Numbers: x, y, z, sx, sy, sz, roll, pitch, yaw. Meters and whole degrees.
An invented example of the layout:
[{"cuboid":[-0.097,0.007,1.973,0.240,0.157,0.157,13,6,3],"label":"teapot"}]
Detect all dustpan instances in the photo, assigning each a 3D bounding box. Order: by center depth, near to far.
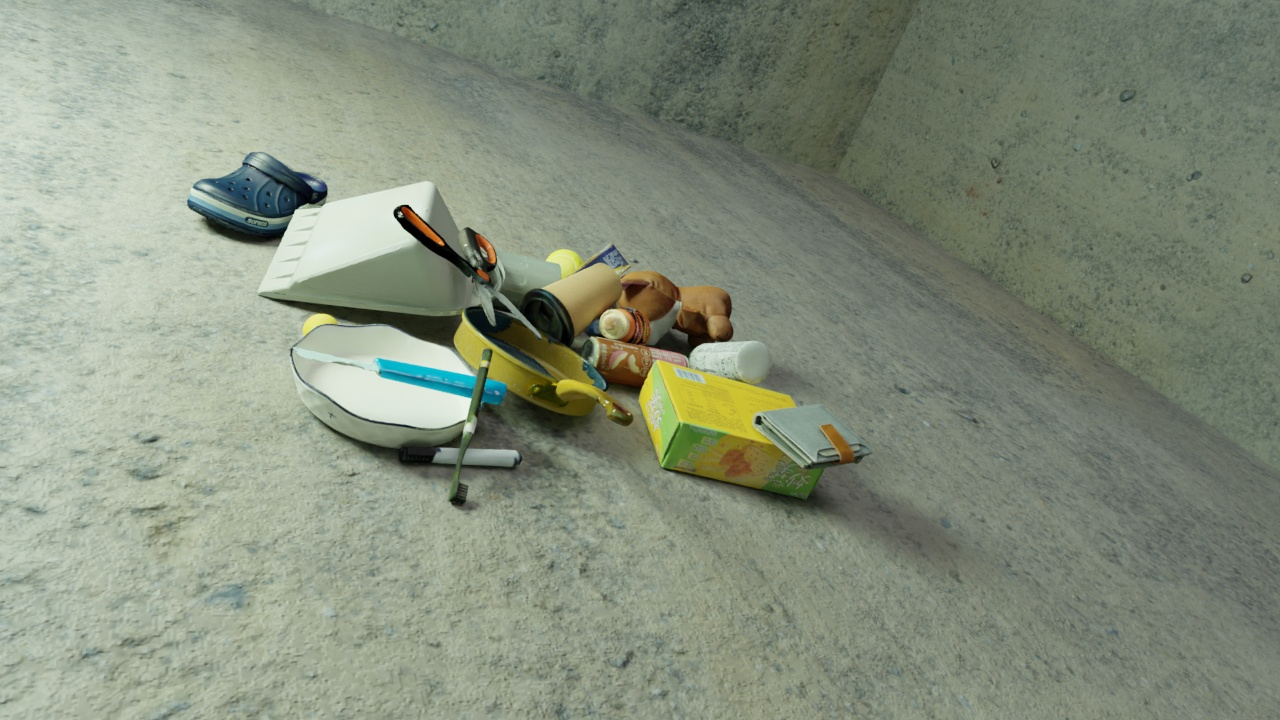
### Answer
[{"cuboid":[-0.322,-0.125,1.200,0.258,0.143,0.222,-15,37,7],"label":"dustpan"}]

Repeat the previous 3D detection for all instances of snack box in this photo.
[{"cuboid":[0.115,0.087,1.172,0.210,0.070,0.157,15,25,-19],"label":"snack box"}]

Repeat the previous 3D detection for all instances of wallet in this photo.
[{"cuboid":[0.215,0.091,1.123,0.129,0.037,0.106,-3,35,-44],"label":"wallet"}]

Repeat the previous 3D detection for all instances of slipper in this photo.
[{"cuboid":[-0.512,-0.239,1.275,0.105,0.095,0.252,23,19,6],"label":"slipper"}]

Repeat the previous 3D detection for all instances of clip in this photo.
[{"cuboid":[-0.052,-0.047,1.369,0.057,0.036,0.025,8,65,-39],"label":"clip"}]

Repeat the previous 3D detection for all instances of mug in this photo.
[{"cuboid":[-0.174,-0.095,1.307,0.103,0.084,0.123,13,50,-21],"label":"mug"}]

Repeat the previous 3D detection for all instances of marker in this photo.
[{"cuboid":[-0.181,0.098,0.937,0.130,0.023,0.018,6,72,-33],"label":"marker"}]

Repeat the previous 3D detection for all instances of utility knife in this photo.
[{"cuboid":[-0.242,0.013,0.946,0.223,0.018,0.034,14,26,-25],"label":"utility knife"}]

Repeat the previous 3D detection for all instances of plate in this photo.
[{"cuboid":[-0.269,0.027,0.977,0.205,0.046,0.204,19,23,-9],"label":"plate"}]

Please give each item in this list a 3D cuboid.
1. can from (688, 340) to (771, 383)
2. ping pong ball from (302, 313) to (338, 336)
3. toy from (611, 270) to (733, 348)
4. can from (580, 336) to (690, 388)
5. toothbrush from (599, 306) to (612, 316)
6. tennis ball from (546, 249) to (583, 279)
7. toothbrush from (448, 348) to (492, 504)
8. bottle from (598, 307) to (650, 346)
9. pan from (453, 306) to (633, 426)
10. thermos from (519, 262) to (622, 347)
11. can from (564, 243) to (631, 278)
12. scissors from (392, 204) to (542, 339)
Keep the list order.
[{"cuboid":[0.125,0.003,1.300,0.058,0.058,0.147,12,-6,-24],"label":"can"},{"cuboid":[-0.357,-0.032,1.029,0.040,0.040,0.040,19,23,-9],"label":"ping pong ball"},{"cuboid":[0.039,-0.075,1.413,0.199,0.130,0.140,23,-17,-12],"label":"toy"},{"cuboid":[-0.007,0.007,1.249,0.147,0.058,0.058,11,26,-27],"label":"can"},{"cuboid":[-0.059,-0.073,1.432,0.018,0.016,0.191,38,24,7],"label":"toothbrush"},{"cuboid":[-0.121,-0.144,1.464,0.065,0.066,0.065,19,23,-9],"label":"tennis ball"},{"cuboid":[-0.169,0.063,0.932,0.017,0.012,0.185,22,49,-20],"label":"toothbrush"},{"cuboid":[-0.027,-0.046,1.290,0.067,0.067,0.149,28,3,11],"label":"bottle"},{"cuboid":[-0.096,0.016,1.044,0.197,0.078,0.357,23,13,-30],"label":"pan"},{"cuboid":[-0.094,-0.077,1.259,0.093,0.093,0.142,34,48,23],"label":"thermos"},{"cuboid":[-0.077,-0.124,1.401,0.049,0.075,0.147,51,51,-5],"label":"can"},{"cuboid":[-0.204,-0.109,1.088,0.232,0.022,0.220,38,17,-18],"label":"scissors"}]
